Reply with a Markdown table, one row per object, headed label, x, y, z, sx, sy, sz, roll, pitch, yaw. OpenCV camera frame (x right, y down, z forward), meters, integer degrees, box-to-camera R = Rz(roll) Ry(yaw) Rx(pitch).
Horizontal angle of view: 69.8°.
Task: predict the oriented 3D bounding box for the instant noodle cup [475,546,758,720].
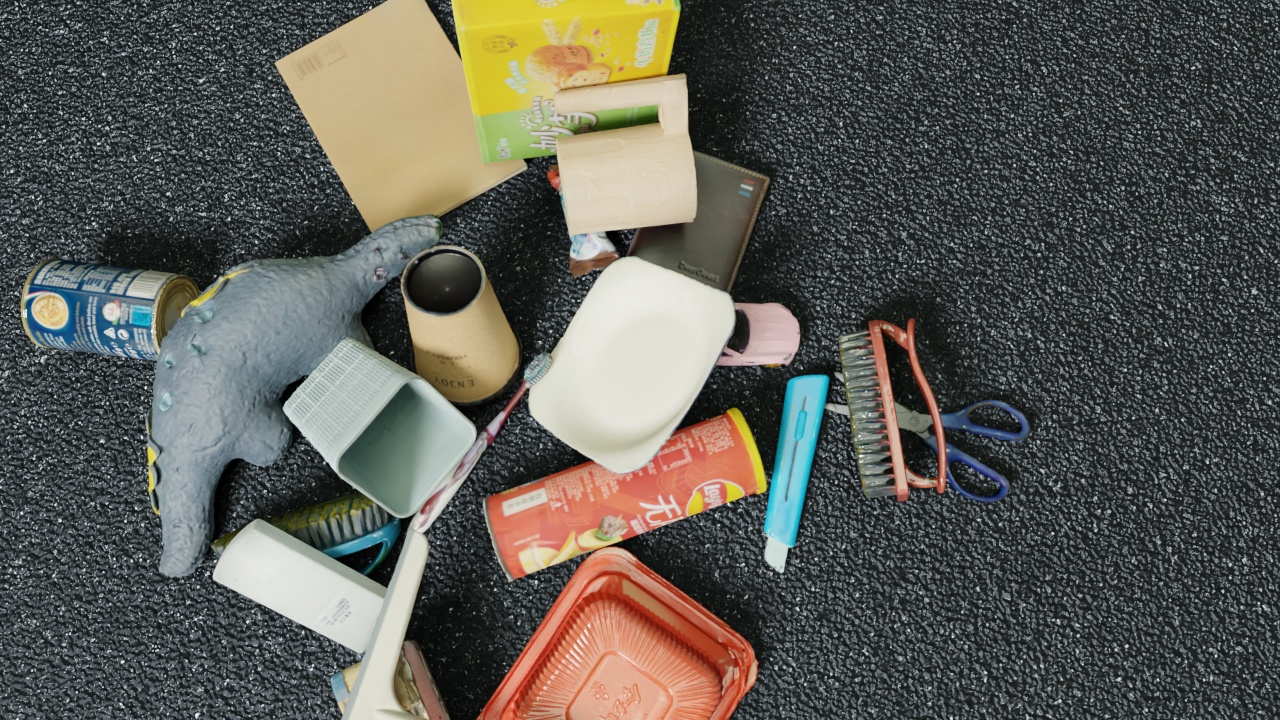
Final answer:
| label | x | y | z | sx | sy | sz | roll | pitch | yaw |
| --- | --- | --- | --- | --- | --- | --- | --- | --- | --- |
| instant noodle cup | -0.015 | 0.253 | 0.688 | 0.164 | 0.079 | 0.188 | 33 | 77 | 6 |

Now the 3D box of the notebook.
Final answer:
| label | x | y | z | sx | sy | sz | roll | pitch | yaw |
| --- | --- | --- | --- | --- | --- | --- | --- | --- | --- |
| notebook | -0.219 | -0.223 | 0.829 | 0.149 | 0.012 | 0.211 | -31 | 79 | -5 |

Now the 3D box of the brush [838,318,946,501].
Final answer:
| label | x | y | z | sx | sy | sz | roll | pitch | yaw |
| --- | --- | --- | --- | --- | --- | --- | --- | --- | --- |
| brush | 0.201 | 0.037 | 0.733 | 0.069 | 0.063 | 0.145 | -10 | 74 | 13 |

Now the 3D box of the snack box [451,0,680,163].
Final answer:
| label | x | y | z | sx | sy | sz | roll | pitch | yaw |
| --- | --- | --- | --- | --- | --- | --- | --- | --- | --- |
| snack box | -0.060 | -0.238 | 0.723 | 0.157 | 0.210 | 0.070 | -8 | 77 | -7 |

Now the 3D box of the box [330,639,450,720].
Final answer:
| label | x | y | z | sx | sy | sz | roll | pitch | yaw |
| --- | --- | --- | --- | --- | --- | --- | --- | --- | --- |
| box | -0.161 | 0.299 | 0.673 | 0.059 | 0.090 | 0.184 | -24 | 75 | -9 |

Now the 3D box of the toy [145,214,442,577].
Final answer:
| label | x | y | z | sx | sy | sz | roll | pitch | yaw |
| --- | --- | --- | --- | --- | --- | --- | --- | --- | --- |
| toy | -0.304 | -0.001 | 0.740 | 0.138 | 0.091 | 0.356 | 39 | 84 | -7 |

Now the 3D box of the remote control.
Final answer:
| label | x | y | z | sx | sy | sz | roll | pitch | yaw |
| --- | --- | --- | --- | --- | --- | --- | --- | --- | --- |
| remote control | -0.250 | 0.172 | 0.696 | 0.135 | 0.019 | 0.056 | 37 | 104 | -24 |

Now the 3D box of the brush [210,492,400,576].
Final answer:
| label | x | y | z | sx | sy | sz | roll | pitch | yaw |
| --- | --- | --- | --- | --- | --- | --- | --- | --- | --- |
| brush | -0.259 | 0.152 | 0.726 | 0.144 | 0.055 | 0.073 | -16 | 101 | -3 |

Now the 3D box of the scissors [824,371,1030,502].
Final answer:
| label | x | y | z | sx | sy | sz | roll | pitch | yaw |
| --- | --- | --- | --- | --- | --- | --- | --- | --- | --- |
| scissors | 0.243 | 0.048 | 0.766 | 0.146 | 0.012 | 0.169 | -34 | 78 | -5 |

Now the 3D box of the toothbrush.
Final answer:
| label | x | y | z | sx | sy | sz | roll | pitch | yaw |
| --- | --- | --- | --- | --- | --- | --- | --- | --- | --- |
| toothbrush | -0.132 | 0.068 | 0.754 | 0.016 | 0.017 | 0.187 | 36 | 84 | 11 |

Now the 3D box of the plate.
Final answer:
| label | x | y | z | sx | sy | sz | roll | pitch | yaw |
| --- | --- | --- | --- | --- | --- | --- | --- | --- | --- |
| plate | -0.004 | 0.004 | 0.735 | 0.164 | 0.034 | 0.163 | 29 | 85 | 44 |

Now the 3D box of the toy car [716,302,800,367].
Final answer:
| label | x | y | z | sx | sy | sz | roll | pitch | yaw |
| --- | --- | --- | --- | --- | --- | --- | --- | --- | --- |
| toy car | 0.074 | -0.023 | 0.770 | 0.122 | 0.037 | 0.056 | 0 | 79 | -1 |

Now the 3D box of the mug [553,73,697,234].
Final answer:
| label | x | y | z | sx | sy | sz | roll | pitch | yaw |
| --- | --- | --- | --- | --- | --- | --- | --- | --- | --- |
| mug | -0.013 | -0.163 | 0.736 | 0.103 | 0.125 | 0.084 | -9 | 42 | -5 |

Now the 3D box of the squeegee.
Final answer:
| label | x | y | z | sx | sy | sz | roll | pitch | yaw |
| --- | --- | --- | --- | --- | --- | --- | --- | --- | --- |
| squeegee | -0.087 | 0.267 | 0.619 | 0.246 | 0.039 | 0.246 | 17 | 75 | 1 |

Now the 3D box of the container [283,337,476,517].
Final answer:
| label | x | y | z | sx | sy | sz | roll | pitch | yaw |
| --- | --- | --- | --- | --- | --- | --- | --- | --- | --- |
| container | -0.205 | 0.046 | 0.708 | 0.111 | 0.090 | 0.090 | 28 | 73 | 41 |

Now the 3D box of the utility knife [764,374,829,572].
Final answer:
| label | x | y | z | sx | sy | sz | roll | pitch | yaw |
| --- | --- | --- | --- | --- | --- | --- | --- | --- | --- |
| utility knife | 0.125 | 0.090 | 0.754 | 0.034 | 0.018 | 0.166 | 12 | 79 | 3 |

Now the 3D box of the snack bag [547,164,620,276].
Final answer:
| label | x | y | z | sx | sy | sz | roll | pitch | yaw |
| --- | --- | --- | --- | --- | --- | --- | --- | --- | --- |
| snack bag | -0.050 | -0.125 | 0.798 | 0.045 | 0.026 | 0.105 | -14 | 79 | -7 |

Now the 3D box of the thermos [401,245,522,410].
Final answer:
| label | x | y | z | sx | sy | sz | roll | pitch | yaw |
| --- | --- | --- | --- | --- | --- | --- | --- | --- | --- |
| thermos | -0.143 | -0.025 | 0.724 | 0.093 | 0.143 | 0.093 | 1 | 64 | -1 |

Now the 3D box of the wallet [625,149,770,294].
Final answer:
| label | x | y | z | sx | sy | sz | roll | pitch | yaw |
| --- | --- | --- | --- | --- | --- | --- | --- | --- | --- |
| wallet | 0.049 | -0.119 | 0.801 | 0.096 | 0.020 | 0.122 | 20 | 81 | 4 |

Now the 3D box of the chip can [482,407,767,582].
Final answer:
| label | x | y | z | sx | sy | sz | roll | pitch | yaw |
| --- | --- | --- | --- | --- | --- | --- | --- | --- | --- |
| chip can | -0.012 | 0.105 | 0.723 | 0.216 | 0.073 | 0.073 | -19 | 78 | -4 |

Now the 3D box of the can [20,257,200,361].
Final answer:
| label | x | y | z | sx | sy | sz | roll | pitch | yaw |
| --- | --- | --- | --- | --- | --- | --- | --- | --- | --- |
| can | -0.431 | -0.041 | 0.757 | 0.111 | 0.075 | 0.075 | 7 | 77 | 2 |
